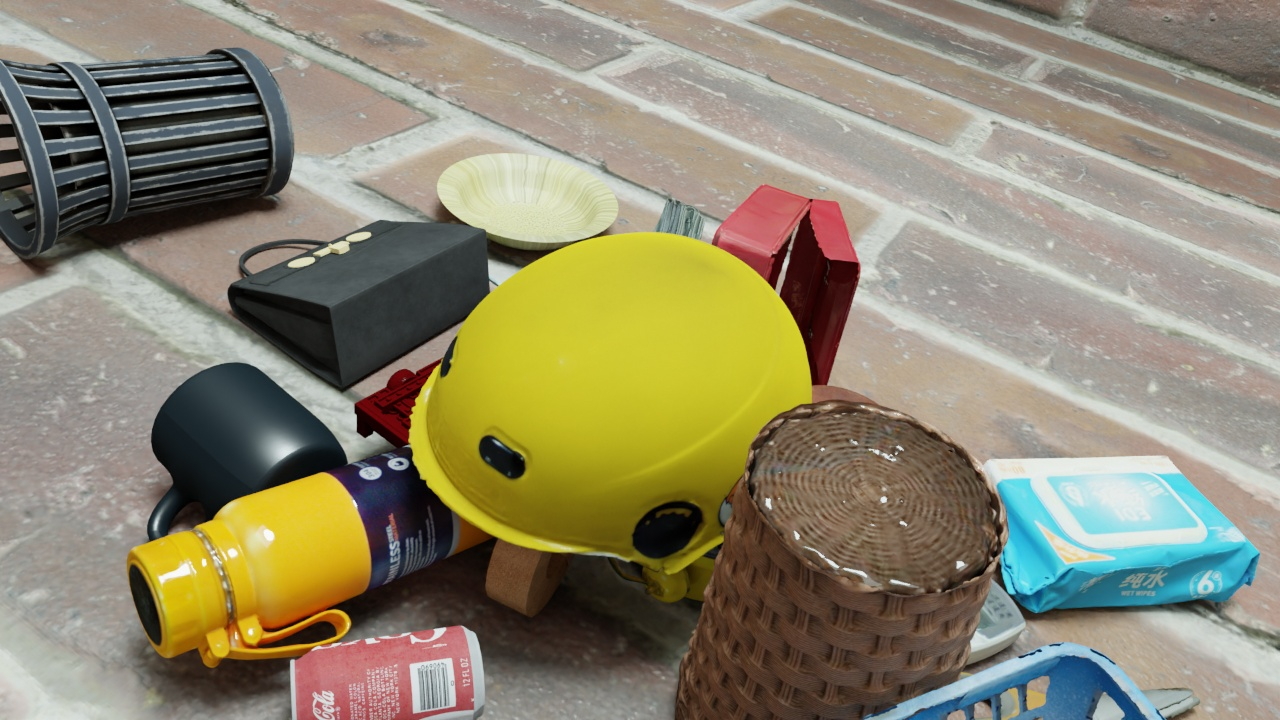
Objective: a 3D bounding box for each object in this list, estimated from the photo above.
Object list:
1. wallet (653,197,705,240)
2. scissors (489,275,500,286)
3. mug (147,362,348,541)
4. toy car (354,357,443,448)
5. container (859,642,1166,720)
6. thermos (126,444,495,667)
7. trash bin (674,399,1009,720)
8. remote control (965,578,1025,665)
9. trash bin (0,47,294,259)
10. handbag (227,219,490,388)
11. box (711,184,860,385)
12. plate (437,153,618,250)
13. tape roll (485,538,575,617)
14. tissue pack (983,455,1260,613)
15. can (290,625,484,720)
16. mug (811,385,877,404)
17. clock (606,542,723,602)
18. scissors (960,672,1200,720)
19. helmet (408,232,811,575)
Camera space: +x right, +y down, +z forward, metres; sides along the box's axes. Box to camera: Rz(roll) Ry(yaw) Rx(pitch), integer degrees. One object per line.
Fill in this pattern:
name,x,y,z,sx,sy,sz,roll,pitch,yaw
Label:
wallet,0.017,-0.065,0.795,0.054,0.132,0.100,14,37,-5
scissors,-0.094,-0.047,0.790,0.178,0.016,0.101,36,-2,33
mug,-0.257,0.073,0.580,0.094,0.085,0.121,33,69,24
toy car,-0.127,0.028,0.685,0.070,0.062,0.169,32,40,23
container,0.079,0.279,0.316,0.362,0.089,0.257,-18,40,-9
thermos,-0.166,0.104,0.542,0.232,0.076,0.091,-17,45,-43
trash bin,0.103,0.136,0.478,0.151,0.211,0.151,4,38,-4
remote control,0.203,0.177,0.619,0.114,0.028,0.060,-5,41,-24
trash bin,-0.441,-0.196,0.808,0.164,0.165,0.226,35,38,27
handbag,-0.264,-0.074,0.795,0.196,0.072,0.175,19,36,26
box,0.106,-0.057,0.794,0.126,0.158,0.136,8,35,1
plate,-0.117,-0.156,0.952,0.184,0.036,0.184,8,37,-6
tape roll,-0.060,0.110,0.571,0.027,0.094,0.093,23,38,12
tissue pack,0.348,0.129,0.699,0.209,0.066,0.117,0,38,-14
can,-0.136,0.176,0.494,0.096,0.054,0.054,-3,39,-20
mug,0.142,0.080,0.664,0.122,0.110,0.096,-17,51,-33
clock,0.033,0.119,0.619,0.118,0.057,0.083,-6,41,-24
scissors,0.270,0.236,0.570,0.228,0.016,0.113,1,37,-14
helmet,-0.003,0.003,0.536,0.239,0.140,0.209,-4,44,-36
